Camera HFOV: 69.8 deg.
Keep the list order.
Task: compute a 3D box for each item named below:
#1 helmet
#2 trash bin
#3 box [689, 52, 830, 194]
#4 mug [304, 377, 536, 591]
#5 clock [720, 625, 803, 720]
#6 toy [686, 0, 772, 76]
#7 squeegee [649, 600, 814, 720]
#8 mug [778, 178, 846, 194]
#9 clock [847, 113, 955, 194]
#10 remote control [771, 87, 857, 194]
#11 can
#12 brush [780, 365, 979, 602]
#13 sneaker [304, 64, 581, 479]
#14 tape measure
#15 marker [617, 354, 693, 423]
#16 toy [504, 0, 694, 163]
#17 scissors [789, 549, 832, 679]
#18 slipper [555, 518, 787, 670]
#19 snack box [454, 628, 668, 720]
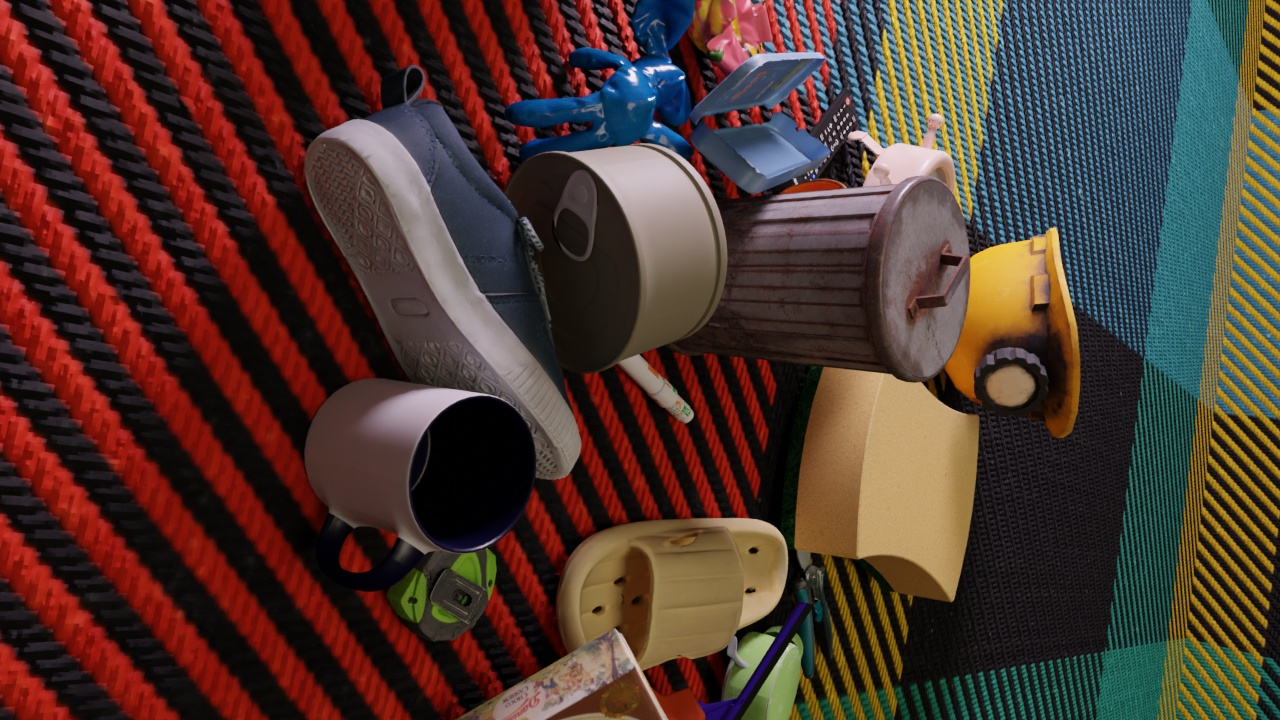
[{"bbox_3d":[0.380,-0.030,0.981,0.254,0.131,0.205,-58,142,-58],"label":"helmet"},{"bbox_3d":[0.118,-0.057,0.639,0.130,0.211,0.131,-7,99,-47],"label":"trash bin"},{"bbox_3d":[0.105,-0.183,0.667,0.079,0.072,0.209,-53,171,27],"label":"box"},{"bbox_3d":[-0.123,0.065,0.473,0.078,0.097,0.111,48,60,-39],"label":"mug"},{"bbox_3d":[0.105,0.275,0.779,0.119,0.043,0.094,21,82,-62],"label":"clock"},{"bbox_3d":[0.066,-0.252,0.688,0.103,0.046,0.084,32,57,-50],"label":"toy"},{"bbox_3d":[-0.011,0.253,0.639,0.184,0.055,0.250,10,117,-36],"label":"squeegee"},{"bbox_3d":[0.153,-0.086,0.771,0.082,0.082,0.105,-57,132,-27],"label":"mug"},{"bbox_3d":[0.242,-0.138,0.880,0.130,0.086,0.161,-42,132,-37],"label":"clock"},{"bbox_3d":[0.157,-0.190,0.814,0.146,0.015,0.033,-53,129,-30],"label":"remote control"},{"bbox_3d":[-0.019,-0.063,0.547,0.073,0.128,0.128,-20,109,-41],"label":"can"},{"bbox_3d":[0.238,0.110,0.881,0.250,0.075,0.194,30,68,-45],"label":"brush"},{"bbox_3d":[-0.091,-0.041,0.510,0.087,0.089,0.236,-48,123,-39],"label":"sneaker"},{"bbox_3d":[-0.112,0.131,0.537,0.058,0.036,0.065,44,62,-42],"label":"tape measure"},{"bbox_3d":[-0.004,0.004,0.657,0.145,0.017,0.017,45,62,-41],"label":"marker"},{"bbox_3d":[-0.009,-0.180,0.597,0.175,0.071,0.113,-40,133,-38],"label":"toy"},{"bbox_3d":[0.163,0.228,0.866,0.149,0.019,0.130,40,63,-41],"label":"scissors"},{"bbox_3d":[0.050,0.178,0.693,0.260,0.079,0.111,3,96,-48],"label":"slipper"},{"bbox_3d":[-0.046,0.261,0.573,0.147,0.041,0.143,-27,117,-8],"label":"snack box"}]
